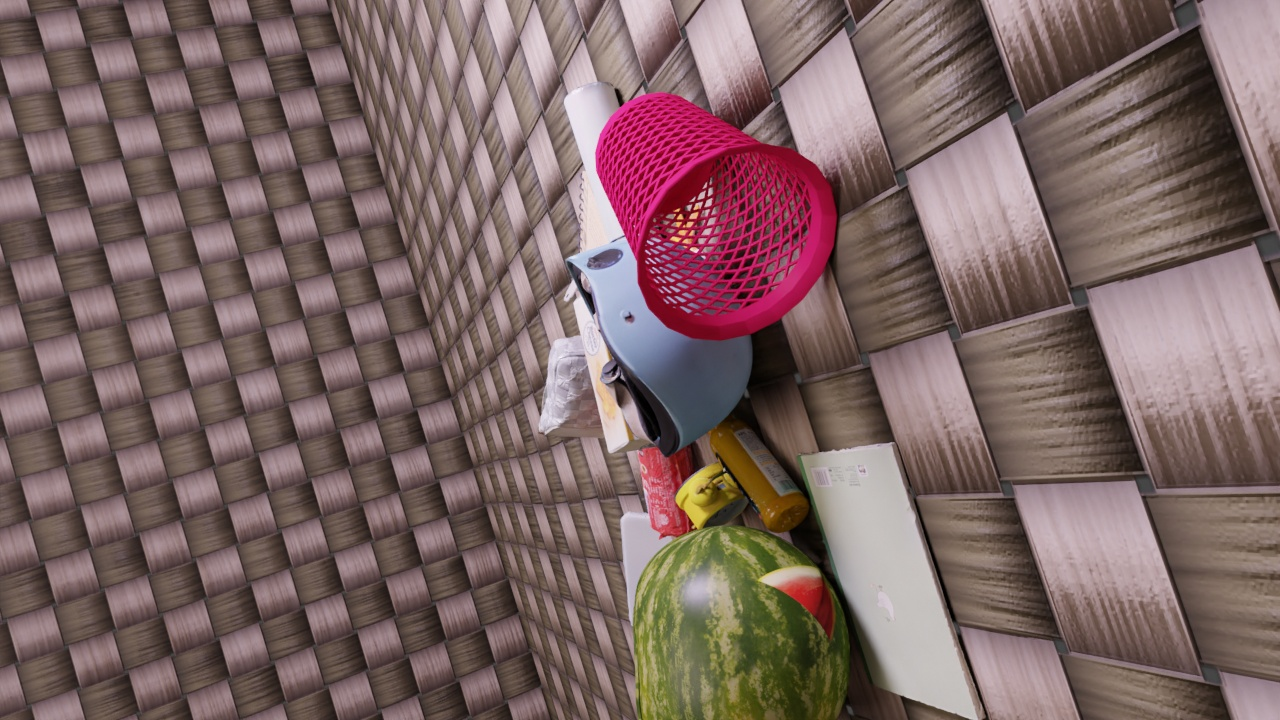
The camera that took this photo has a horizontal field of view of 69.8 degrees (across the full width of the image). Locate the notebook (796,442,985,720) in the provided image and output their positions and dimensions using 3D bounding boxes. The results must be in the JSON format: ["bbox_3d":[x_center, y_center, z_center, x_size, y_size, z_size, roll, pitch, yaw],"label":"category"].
[{"bbox_3d":[0.231,0.206,0.885,0.182,0.010,0.252,-26,81,69],"label":"notebook"}]

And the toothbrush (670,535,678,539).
[{"bbox_3d":[0.037,0.216,1.329,0.181,0.018,0.016,-113,24,-51],"label":"toothbrush"}]

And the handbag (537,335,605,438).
[{"bbox_3d":[-0.081,0.027,1.295,0.123,0.112,0.172,-98,16,-46],"label":"handbag"}]

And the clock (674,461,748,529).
[{"bbox_3d":[0.089,0.159,1.111,0.057,0.083,0.119,55,156,28],"label":"clock"}]

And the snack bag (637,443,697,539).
[{"bbox_3d":[0.039,0.159,1.248,0.082,0.082,0.176,28,132,63],"label":"snack bag"}]

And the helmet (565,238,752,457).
[{"bbox_3d":[0.023,-0.032,1.001,0.265,0.166,0.226,50,166,47],"label":"helmet"}]

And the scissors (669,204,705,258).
[{"bbox_3d":[0.056,-0.136,1.066,0.129,0.011,0.126,62,159,23],"label":"scissors"}]

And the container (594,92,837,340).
[{"bbox_3d":[0.048,-0.156,0.866,0.225,0.183,0.183,-120,23,-51],"label":"container"}]

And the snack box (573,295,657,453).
[{"bbox_3d":[-0.007,0.007,1.159,0.058,0.104,0.207,-38,62,57],"label":"snack box"}]

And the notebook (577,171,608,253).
[{"bbox_3d":[-0.060,-0.139,1.309,0.226,0.024,0.167,96,159,-46],"label":"notebook"}]

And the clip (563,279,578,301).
[{"bbox_3d":[-0.086,-0.108,1.343,0.101,0.038,0.054,-144,69,-70],"label":"clip"}]

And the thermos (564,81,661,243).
[{"bbox_3d":[-0.031,-0.226,1.142,0.068,0.067,0.230,-26,82,70],"label":"thermos"}]

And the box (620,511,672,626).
[{"bbox_3d":[0.019,0.320,1.387,0.108,0.109,0.216,24,129,59],"label":"box"}]

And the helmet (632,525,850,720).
[{"bbox_3d":[0.105,0.298,0.982,0.244,0.212,0.247,-33,65,44],"label":"helmet"}]

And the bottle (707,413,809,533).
[{"bbox_3d":[0.118,0.111,1.036,0.186,0.053,0.053,54,153,41],"label":"bottle"}]
